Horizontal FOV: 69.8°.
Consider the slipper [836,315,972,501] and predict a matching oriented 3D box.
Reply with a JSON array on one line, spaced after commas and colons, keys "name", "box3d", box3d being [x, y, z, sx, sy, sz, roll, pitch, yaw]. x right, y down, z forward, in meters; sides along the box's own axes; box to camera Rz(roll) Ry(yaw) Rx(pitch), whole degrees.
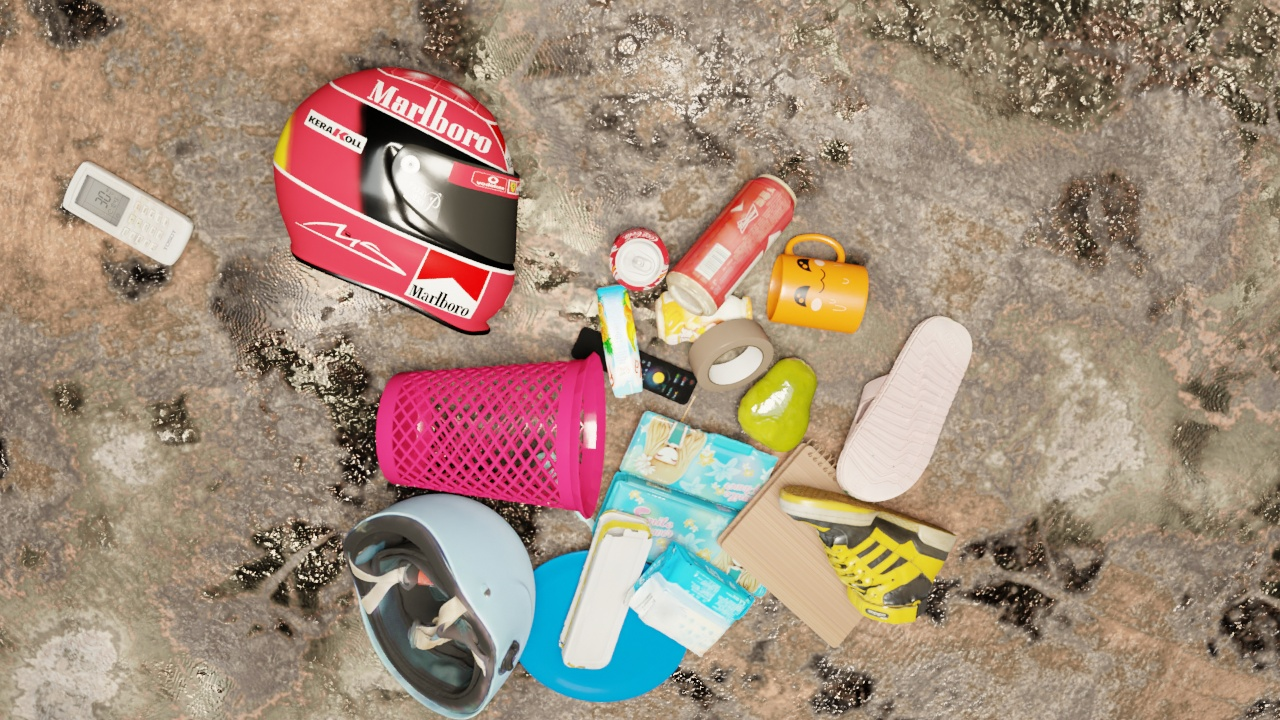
[{"name": "slipper", "box3d": [0.306, 0.058, 1.076, 0.094, 0.064, 0.239, 32, 82, -8]}]

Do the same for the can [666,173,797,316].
[{"name": "can", "box3d": [0.101, -0.126, 1.005, 0.067, 0.067, 0.170, 42, 75, -9]}]

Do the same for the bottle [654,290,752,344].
[{"name": "bottle", "box3d": [0.072, -0.052, 1.049, 0.109, 0.063, 0.063, -5, 102, -1]}]

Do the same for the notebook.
[{"name": "notebook", "box3d": [0.218, 0.219, 1.097, 0.210, 0.022, 0.169, 43, 85, -17]}]

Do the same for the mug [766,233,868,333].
[{"name": "mug", "box3d": [0.201, -0.092, 1.043, 0.096, 0.078, 0.112, 8, 71, -3]}]

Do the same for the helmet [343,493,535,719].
[{"name": "helmet", "box3d": [-0.213, 0.272, 1.051, 0.226, 0.166, 0.266, 17, 116, 32]}]

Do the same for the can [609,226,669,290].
[{"name": "can", "box3d": [-0.002, -0.113, 1.013, 0.064, 0.104, 0.064, 0, 102, -1]}]

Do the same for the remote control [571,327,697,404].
[{"name": "remote control", "box3d": [-0.006, 0.006, 1.082, 0.152, 0.020, 0.041, 24, 98, -6]}]

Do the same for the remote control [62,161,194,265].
[{"name": "remote control", "box3d": [-0.577, -0.166, 1.036, 0.138, 0.025, 0.060, 31, 100, -7]}]

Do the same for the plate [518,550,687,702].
[{"name": "plate", "box3d": [-0.051, 0.327, 1.138, 0.224, 0.024, 0.225, 1, 111, 2]}]

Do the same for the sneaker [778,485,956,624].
[{"name": "sneaker", "box3d": [0.245, 0.223, 1.046, 0.238, 0.086, 0.122, 17, 90, -21]}]

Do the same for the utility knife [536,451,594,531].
[{"name": "utility knife", "box3d": [-0.087, 0.161, 1.116, 0.022, 0.015, 0.120, -29, 102, 14]}]

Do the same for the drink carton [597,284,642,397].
[{"name": "drink carton", "box3d": [-0.023, -0.022, 1.044, 0.038, 0.044, 0.129, -9, 96, -1]}]

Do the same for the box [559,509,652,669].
[{"name": "box", "box3d": [-0.043, 0.273, 1.089, 0.065, 0.044, 0.210, 12, 111, -16]}]

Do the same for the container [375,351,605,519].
[{"name": "container", "box3d": [-0.164, 0.080, 1.028, 0.226, 0.183, 0.183, 2, 102, 7]}]

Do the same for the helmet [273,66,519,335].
[{"name": "helmet", "box3d": [-0.235, -0.180, 0.951, 0.271, 0.197, 0.225, 24, 101, -14]}]

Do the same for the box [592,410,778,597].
[{"name": "box", "box3d": [0.077, 0.172, 1.096, 0.226, 0.039, 0.182, 19, 108, -9]}]

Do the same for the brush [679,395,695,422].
[{"name": "brush", "box3d": [0.035, 0.103, 1.104, 0.048, 0.017, 0.126, 26, 100, -6]}]

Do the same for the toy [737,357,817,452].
[{"name": "toy", "box3d": [0.168, 0.050, 1.077, 0.090, 0.051, 0.110, 31, 97, -9]}]

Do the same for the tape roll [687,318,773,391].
[{"name": "tape roll", "box3d": [0.103, -0.005, 1.047, 0.093, 0.030, 0.094, -15, 144, -11]}]

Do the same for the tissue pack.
[{"name": "tissue pack", "box3d": [0.057, 0.278, 1.068, 0.144, 0.061, 0.093, 38, 95, -28]}]
